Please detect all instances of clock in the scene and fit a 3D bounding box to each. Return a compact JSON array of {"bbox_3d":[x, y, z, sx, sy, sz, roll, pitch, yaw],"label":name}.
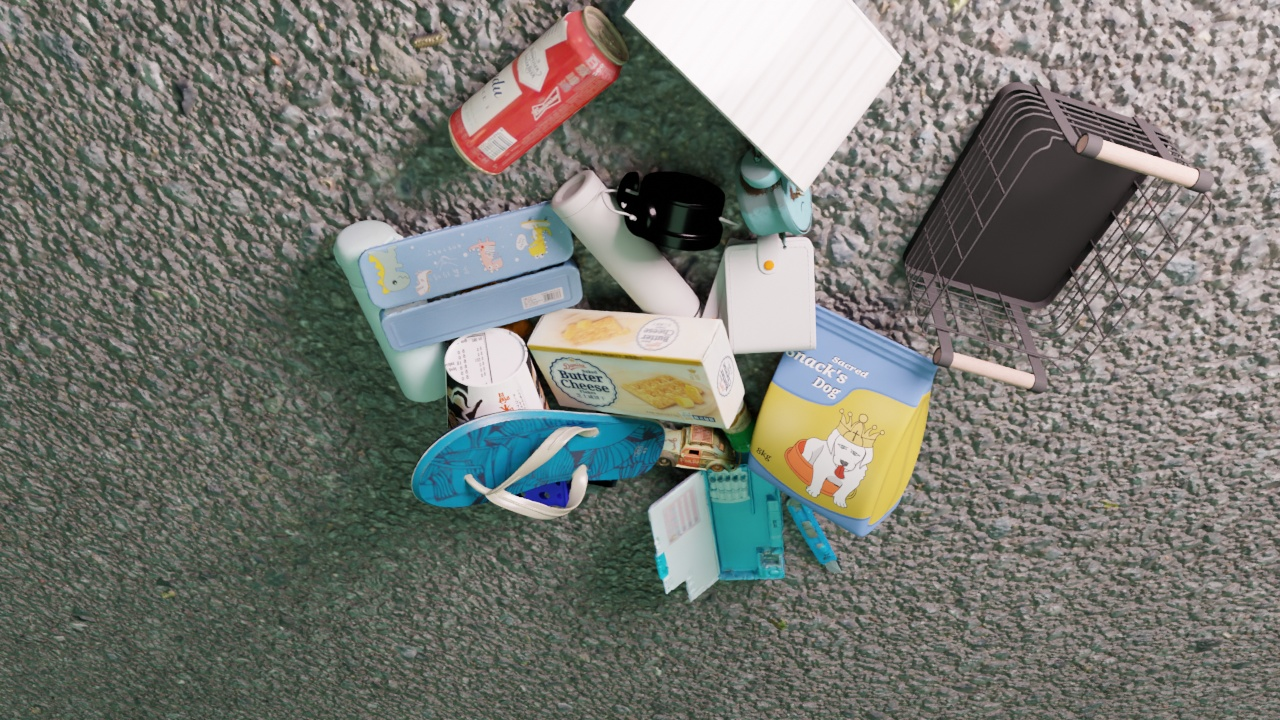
[{"bbox_3d":[0.024,-0.141,0.847,0.120,0.091,0.043,4,122,-14],"label":"clock"},{"bbox_3d":[0.117,-0.165,0.820,0.053,0.089,0.124,-9,130,27],"label":"clock"}]

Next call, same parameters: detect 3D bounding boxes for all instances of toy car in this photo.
[{"bbox_3d":[0.065,0.098,1.081,0.112,0.047,0.047,6,133,1],"label":"toy car"}]

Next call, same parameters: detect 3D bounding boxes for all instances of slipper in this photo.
[{"bbox_3d":[-0.092,0.109,0.974,0.294,0.060,0.118,-2,119,-31],"label":"slipper"}]

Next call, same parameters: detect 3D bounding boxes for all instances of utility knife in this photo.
[{"bbox_3d":[0.229,0.230,1.202,0.031,0.015,0.175,-16,129,24],"label":"utility knife"}]

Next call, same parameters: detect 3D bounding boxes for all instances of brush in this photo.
[{"bbox_3d":[-0.167,-0.066,0.982,0.048,0.017,0.126,-22,125,23],"label":"brush"}]

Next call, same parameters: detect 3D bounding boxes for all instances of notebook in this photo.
[{"bbox_3d":[0.105,-0.258,0.736,0.209,0.009,0.142,38,87,-25],"label":"notebook"}]

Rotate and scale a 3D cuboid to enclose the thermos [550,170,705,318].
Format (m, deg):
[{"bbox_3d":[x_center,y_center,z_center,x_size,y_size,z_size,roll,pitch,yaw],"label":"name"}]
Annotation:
[{"bbox_3d":[0.000,-0.091,0.919,0.052,0.052,0.224,-27,123,26],"label":"thermos"}]

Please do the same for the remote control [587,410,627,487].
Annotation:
[{"bbox_3d":[-0.040,0.103,1.113,0.047,0.022,0.151,10,131,-4],"label":"remote control"}]

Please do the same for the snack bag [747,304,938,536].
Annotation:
[{"bbox_3d":[0.212,0.056,0.957,0.159,0.102,0.206,30,129,31],"label":"snack bag"}]

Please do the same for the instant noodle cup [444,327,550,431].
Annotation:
[{"bbox_3d":[-0.159,0.037,0.993,0.123,0.123,0.122,2,136,4],"label":"instant noodle cup"}]

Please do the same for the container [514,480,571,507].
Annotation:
[{"bbox_3d":[-0.137,0.122,1.099,0.113,0.084,0.085,3,130,5],"label":"container"}]

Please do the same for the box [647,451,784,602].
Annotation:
[{"bbox_3d":[0.097,0.214,1.165,0.182,0.071,0.227,-17,130,-8],"label":"box"}]

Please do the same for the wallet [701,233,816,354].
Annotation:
[{"bbox_3d":[0.114,-0.065,0.914,0.115,0.037,0.118,-3,105,7],"label":"wallet"}]

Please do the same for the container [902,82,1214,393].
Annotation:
[{"bbox_3d":[0.357,-0.107,0.815,0.163,0.130,0.242,15,131,-7],"label":"container"}]

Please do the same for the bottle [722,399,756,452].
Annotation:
[{"bbox_3d":[0.101,0.056,1.043,0.043,0.043,0.111,-20,126,21],"label":"bottle"}]

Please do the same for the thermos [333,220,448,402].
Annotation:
[{"bbox_3d":[-0.257,-0.051,0.973,0.078,0.065,0.207,6,134,24],"label":"thermos"}]

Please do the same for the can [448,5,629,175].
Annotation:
[{"bbox_3d":[-0.091,-0.231,0.796,0.171,0.067,0.067,-30,122,28],"label":"can"}]

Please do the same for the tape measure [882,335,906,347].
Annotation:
[{"bbox_3d":[0.275,0.009,0.971,0.067,0.062,0.038,33,126,-20],"label":"tape measure"}]

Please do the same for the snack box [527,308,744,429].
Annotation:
[{"bbox_3d":[-0.006,0.006,0.953,0.208,0.057,0.104,6,140,28],"label":"snack box"}]

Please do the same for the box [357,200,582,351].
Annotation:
[{"bbox_3d":[-0.164,-0.079,0.916,0.209,0.034,0.128,-16,131,-8],"label":"box"}]
